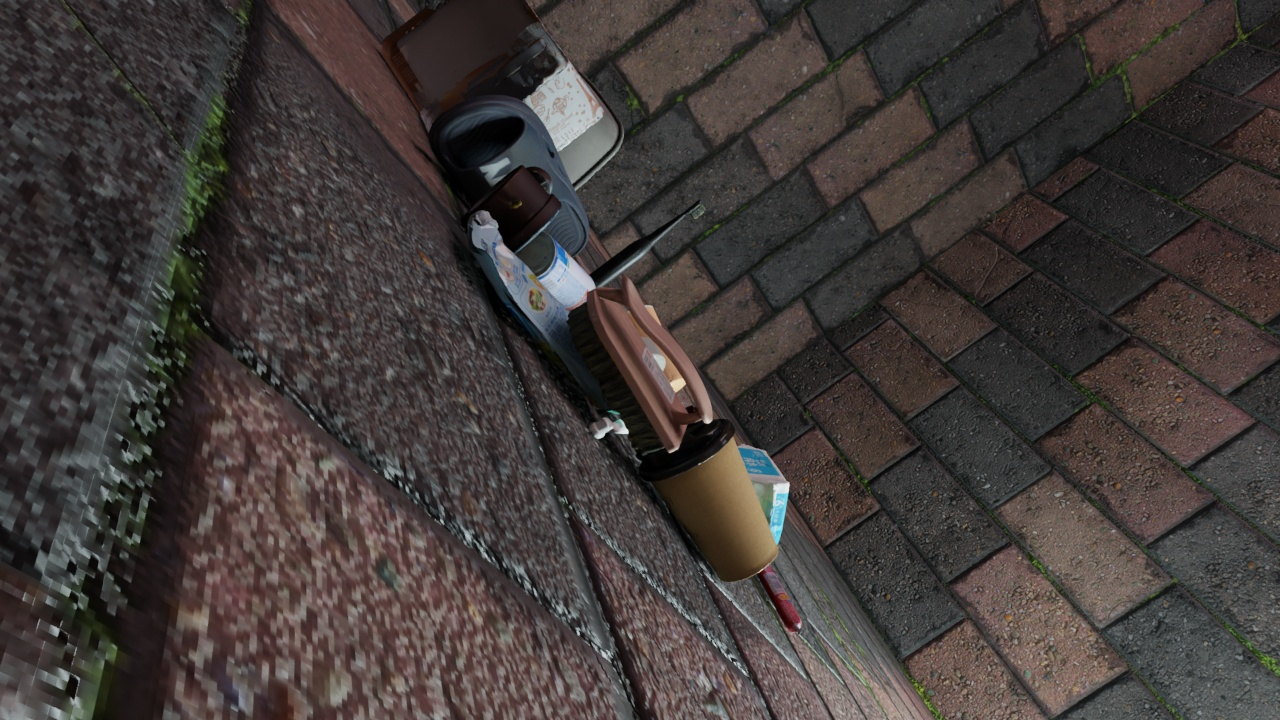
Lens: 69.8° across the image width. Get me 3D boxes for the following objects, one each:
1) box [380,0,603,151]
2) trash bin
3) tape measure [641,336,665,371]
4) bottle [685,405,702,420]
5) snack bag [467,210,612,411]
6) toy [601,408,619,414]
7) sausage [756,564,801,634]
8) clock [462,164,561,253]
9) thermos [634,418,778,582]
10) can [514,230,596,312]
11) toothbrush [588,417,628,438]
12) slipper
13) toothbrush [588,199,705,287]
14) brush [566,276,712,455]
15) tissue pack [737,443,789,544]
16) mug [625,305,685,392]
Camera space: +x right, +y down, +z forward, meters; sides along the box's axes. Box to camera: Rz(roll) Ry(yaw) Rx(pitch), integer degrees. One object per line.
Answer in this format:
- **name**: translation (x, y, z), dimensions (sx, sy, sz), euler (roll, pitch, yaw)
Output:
- **box**: translation (-0.174, -0.322, 1.047), dimensions (0.272, 0.178, 0.106), euler (58, 6, 30)
- **trash bin**: translation (-0.173, -0.345, 1.229), dimensions (0.219, 0.199, 0.199), euler (37, 17, -55)
- **tape measure**: translation (-0.006, 0.006, 1.035), dimensions (0.033, 0.066, 0.066), euler (55, 5, 29)
- **bottle**: translation (0.115, 0.153, 1.328), dimensions (0.194, 0.044, 0.080), euler (58, 7, 35)
- **snack bag**: translation (-0.084, -0.042, 0.772), dimensions (0.191, 0.039, 0.110), euler (51, 16, -33)
- **toy**: translation (-0.014, 0.040, 0.860), dimensions (0.096, 0.030, 0.091), euler (24, 6, 14)
- **sausage**: translation (0.151, 0.258, 1.062), dimensions (0.020, 0.020, 0.155), euler (51, 6, -35)
- **clock**: translation (-0.119, -0.142, 0.860), dimensions (0.055, 0.082, 0.121), euler (47, 20, -18)
- **thermos**: translation (0.063, 0.120, 0.814), dimensions (0.143, 0.093, 0.093), euler (62, 3, -10)
- **can**: translation (-0.089, -0.088, 0.960), dimensions (0.053, 0.053, 0.134), euler (56, 5, 21)
- **toothbrush**: translation (-0.021, 0.058, 0.816), dimensions (0.016, 0.016, 0.180), euler (59, 5, 7)
- **slipper**: translation (-0.118, -0.171, 0.971), dimensions (0.083, 0.111, 0.268), euler (61, 4, 33)
- **toothbrush**: translation (-0.006, -0.138, 1.177), dimensions (0.027, 0.213, 0.026), euler (53, 5, -22)
- **brush**: translation (-0.001, 0.002, 0.756), dimensions (0.145, 0.073, 0.063), euler (60, 24, -14)
- **tissue pack**: translation (0.139, 0.166, 1.127), dimensions (0.140, 0.063, 0.090), euler (-113, -150, -74)
- **mug**: translation (0.012, -0.008, 1.313), dimensions (0.122, 0.078, 0.078), euler (61, 6, 17)
